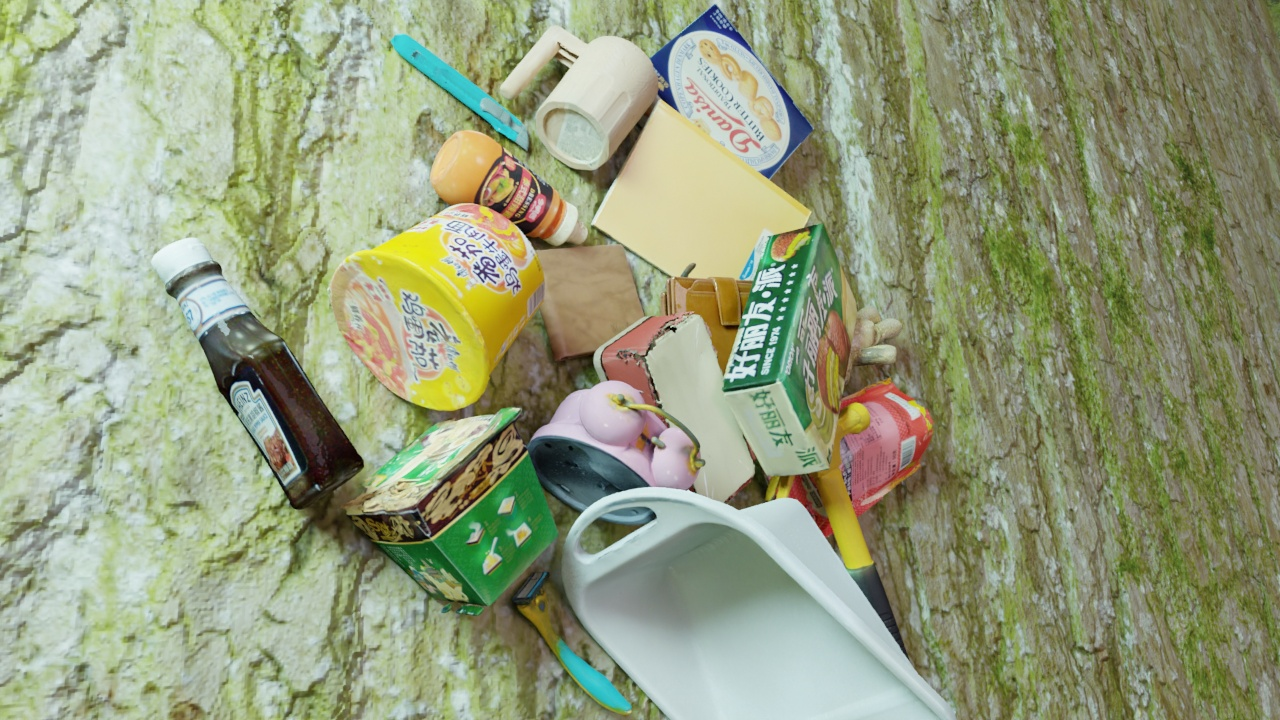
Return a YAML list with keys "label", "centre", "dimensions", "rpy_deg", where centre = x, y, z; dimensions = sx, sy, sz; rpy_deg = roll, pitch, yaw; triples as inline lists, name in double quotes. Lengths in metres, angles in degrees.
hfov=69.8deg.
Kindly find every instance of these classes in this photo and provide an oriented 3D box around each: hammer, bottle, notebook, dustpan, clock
- label: "hammer"
  centre: [0.211, 0.198, 0.886]
  dimensions: [0.128, 0.033, 0.301]
  rpy_deg: [-24, 98, -25]
- label: "bottle"
  centre: [-0.108, -0.142, 0.806]
  dimensions: [0.149, 0.067, 0.066]
  rpy_deg: [27, 59, -33]
- label: "notebook"
  centre: [0.067, -0.143, 0.922]
  dimensions: [0.206, 0.010, 0.145]
  rpy_deg: [30, 81, -22]
- label: "dustpan"
  centre: [0.061, 0.213, 0.696]
  dimensions: [0.142, 0.223, 0.257]
  rpy_deg: [-7, 66, -49]
- label: "bottle"
  centre: [-0.263, 0.007, 0.624]
  dimensions: [0.043, 0.080, 0.195]
  rpy_deg: [-34, 92, -42]
- label: "clock"
  centre: [-0.018, 0.071, 0.724]
  dimensions: [0.117, 0.159, 0.059]
  rpy_deg: [40, 55, -18]

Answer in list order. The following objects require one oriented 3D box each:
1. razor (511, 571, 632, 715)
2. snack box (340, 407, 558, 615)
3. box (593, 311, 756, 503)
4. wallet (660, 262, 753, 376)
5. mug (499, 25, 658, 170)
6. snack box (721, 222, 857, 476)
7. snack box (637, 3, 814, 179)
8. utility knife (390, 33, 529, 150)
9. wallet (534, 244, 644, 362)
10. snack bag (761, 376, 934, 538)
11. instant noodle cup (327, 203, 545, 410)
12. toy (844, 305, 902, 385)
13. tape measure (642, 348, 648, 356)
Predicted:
- label: "razor"
  centre: [-0.052, 0.229, 0.723]
  dimensions: [0.132, 0.028, 0.043]
  rpy_deg: [52, 23, -4]
- label: "snack box"
  centre: [-0.129, 0.111, 0.670]
  dimensions: [0.117, 0.118, 0.105]
  rpy_deg: [-43, 112, -37]
- label: "box"
  centre: [0.039, 0.047, 0.794]
  dimensions: [0.091, 0.081, 0.168]
  rpy_deg: [-36, 113, -38]
- label: "wallet"
  centre: [0.078, -0.034, 0.903]
  dimensions: [0.130, 0.035, 0.119]
  rpy_deg: [-2, 91, -35]
- label: "mug"
  centre: [-0.058, -0.254, 0.871]
  dimensions: [0.124, 0.084, 0.103]
  rpy_deg: [32, 57, -4]
- label: "snack box"
  centre: [0.146, -0.015, 0.865]
  dimensions: [0.114, 0.063, 0.239]
  rpy_deg: [60, 35, -31]
- label: "snack box"
  centre: [0.086, -0.270, 0.996]
  dimensions: [0.178, 0.046, 0.182]
  rpy_deg: [48, 52, -12]
- label: "utility knife"
  centre: [-0.160, -0.245, 0.834]
  dimensions: [0.151, 0.013, 0.029]
  rpy_deg: [34, 51, -20]
- label: "wallet"
  centre: [-0.046, -0.056, 0.841]
  dimensions: [0.115, 0.020, 0.101]
  rpy_deg: [-13, 83, -40]
- label: "snack bag"
  centre: [0.211, 0.100, 0.939]
  dimensions: [0.207, 0.073, 0.128]
  rpy_deg: [-24, 98, -33]
- label: "instant noodle cup"
  centre: [-0.146, -0.049, 0.701]
  dimensions: [0.138, 0.138, 0.109]
  rpy_deg: [48, 45, -11]
- label: "toy"
  centre: [0.231, -0.019, 1.002]
  dimensions: [0.105, 0.066, 0.156]
  rpy_deg: [38, 43, 23]
- label: "tape measure"
  centre: [-0.005, 0.005, 0.831]
  dimensions: [0.059, 0.029, 0.057]
  rpy_deg: [-20, 104, -42]
